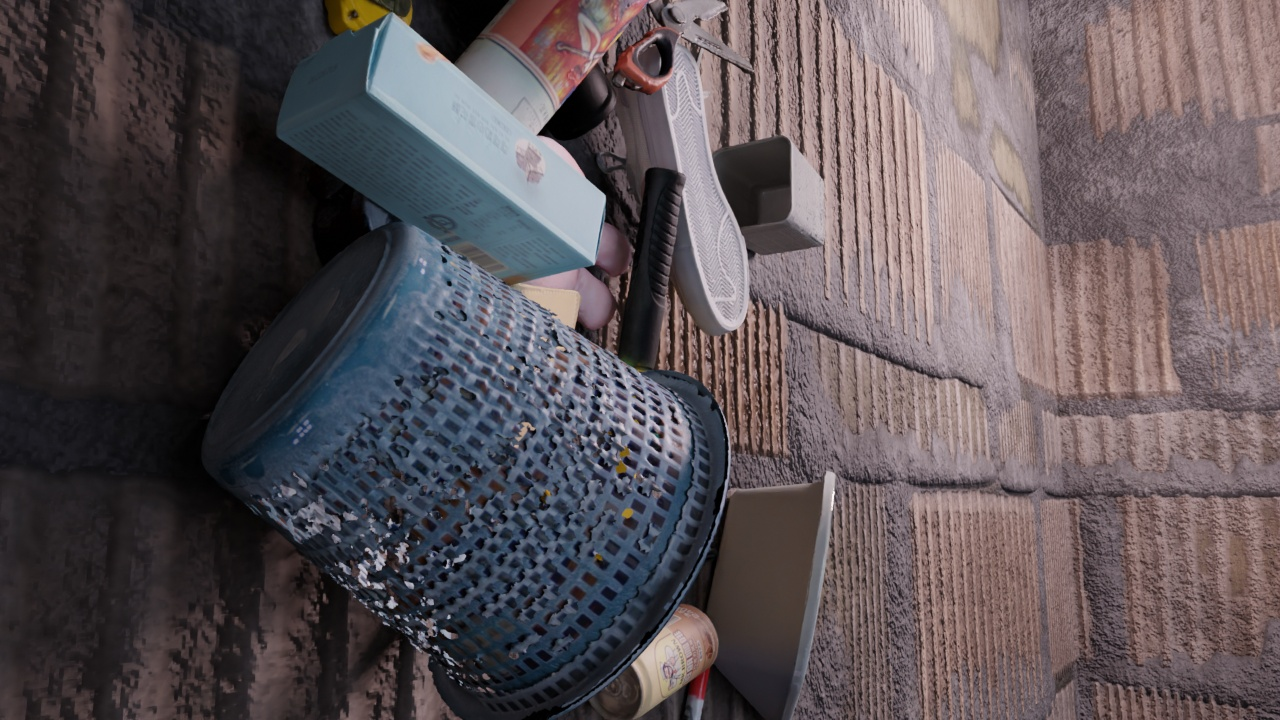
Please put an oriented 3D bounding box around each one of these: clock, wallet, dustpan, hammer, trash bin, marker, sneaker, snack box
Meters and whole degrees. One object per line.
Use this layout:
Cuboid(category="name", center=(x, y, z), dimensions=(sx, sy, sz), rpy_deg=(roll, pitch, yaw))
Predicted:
Cuboid(category="clock", center=(-0.150, -0.089, 0.541), dimensions=(0.081, 0.055, 0.122), rpy_deg=(-39, 116, -50))
Cuboid(category="wallet", center=(-0.074, 0.005, 0.636), dimensions=(0.087, 0.024, 0.115), rpy_deg=(0, 104, -61))
Cuboid(category="dustpan", center=(0.160, 0.226, 0.874), dimensions=(0.258, 0.143, 0.222), rpy_deg=(46, 49, -41))
Cuboid(category="hammer", center=(-0.004, 0.004, 0.699), dimensions=(0.128, 0.033, 0.300), rpy_deg=(10, 89, -43))
Cuboid(category="trash bin", center=(-0.099, 0.043, 0.479), dimensions=(0.195, 0.227, 0.225), rpy_deg=(43, 50, -28))
Cuboid(category="marker", center=(0.041, 0.329, 0.789), dimensions=(0.017, 0.017, 0.145), rpy_deg=(43, 51, -44))
Cuboid(category="sneaker", center=(0.020, -0.134, 0.771), dimensions=(0.089, 0.091, 0.242), rpy_deg=(-24, 102, -50))
Cuboid(category="snack box", center=(-0.100, -0.104, 0.499), dimensions=(0.174, 0.074, 0.051), rpy_deg=(34, 56, -46))

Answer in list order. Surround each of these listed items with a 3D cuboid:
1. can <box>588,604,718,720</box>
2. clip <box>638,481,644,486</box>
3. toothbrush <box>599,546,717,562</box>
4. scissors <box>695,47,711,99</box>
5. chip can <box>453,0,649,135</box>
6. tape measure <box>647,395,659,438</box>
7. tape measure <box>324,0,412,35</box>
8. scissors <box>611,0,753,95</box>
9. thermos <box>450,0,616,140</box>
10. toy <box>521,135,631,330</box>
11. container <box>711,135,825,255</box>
Cuboid(category="can", center=(0.010, 0.236, 0.721), dimensions=(0.116, 0.059, 0.058), rpy_deg=(-8, 92, -56))
Cuboid(category="clip", center=(-0.007, 0.126, 0.750), dimensions=(0.026, 0.043, 0.058), rpy_deg=(-5, 96, -59))
Cuboid(category="toothbrush", center=(0.023, 0.170, 0.790), dimensions=(0.180, 0.018, 0.015), rpy_deg=(13, 77, -56))
Cuboid(category="scissors", center=(0.041, -0.244, 0.866), dimensions=(0.159, 0.014, 0.180), rpy_deg=(36, 61, -70))
Cuboid(category="chip can", center=(-0.061, -0.207, 0.593), dimensions=(0.214, 0.071, 0.071), rpy_deg=(-53, 133, -9))
Cuboid(category="tape measure", center=(0.003, 0.049, 0.770), dimensions=(0.054, 0.025, 0.058), rpy_deg=(6, 80, -54))
Cuboid(category="tape measure", center=(-0.165, -0.224, 0.562), dimensions=(0.057, 0.029, 0.060), rpy_deg=(2, 84, -56))
Cuboid(category="scissors", center=(0.012, -0.265, 0.709), dimensions=(0.189, 0.015, 0.226), rpy_deg=(43, 43, -18))
Cuboid(category="thermos", center=(-0.105, -0.269, 0.639), dimensions=(0.242, 0.068, 0.090), rpy_deg=(52, 13, -41))
Cuboid(category="toy", center=(-0.061, -0.087, 0.672), dimensions=(0.159, 0.054, 0.121), rpy_deg=(42, 58, -49))
Cuboid(category="container", center=(0.135, -0.163, 0.947), dimensions=(0.114, 0.090, 0.090), rpy_deg=(19, 70, -57))
